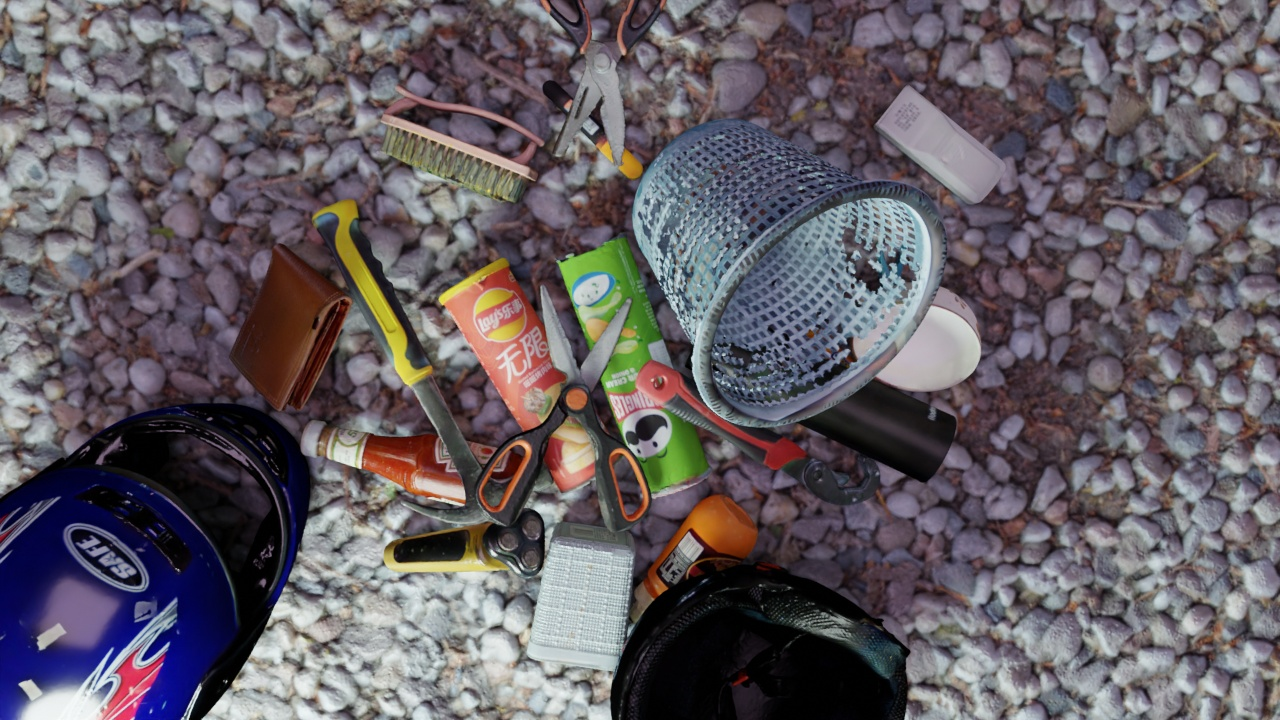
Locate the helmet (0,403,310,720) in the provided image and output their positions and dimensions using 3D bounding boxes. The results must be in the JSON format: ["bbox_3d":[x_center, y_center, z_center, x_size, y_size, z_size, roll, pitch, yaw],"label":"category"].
[{"bbox_3d":[-0.435,0.187,0.770,0.247,0.240,0.315,38,92,-6],"label":"helmet"}]

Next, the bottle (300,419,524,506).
[{"bbox_3d":[-0.210,0.094,0.855,0.206,0.059,0.060,14,94,-2],"label":"bottle"}]

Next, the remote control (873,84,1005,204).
[{"bbox_3d":[0.281,-0.200,0.857,0.125,0.024,0.049,37,93,-3],"label":"remote control"}]

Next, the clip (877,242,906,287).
[{"bbox_3d":[0.237,-0.085,0.871,0.038,0.013,0.055,2,96,-1],"label":"clip"}]

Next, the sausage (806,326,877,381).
[{"bbox_3d":[0.200,0.010,0.875,0.165,0.021,0.021,41,93,-4],"label":"sausage"}]

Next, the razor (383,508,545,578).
[{"bbox_3d":[-0.166,0.173,0.844,0.168,0.067,0.062,-10,68,25],"label":"razor"}]

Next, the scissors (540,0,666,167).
[{"bbox_3d":[-0.035,-0.294,0.839,0.189,0.015,0.226,-32,91,-1],"label":"scissors"}]

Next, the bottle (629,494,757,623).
[{"bbox_3d":[0.043,0.196,0.871,0.067,0.066,0.149,41,100,-4],"label":"bottle"}]

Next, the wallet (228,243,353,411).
[{"bbox_3d":[-0.320,-0.030,0.830,0.101,0.032,0.125,34,103,29],"label":"wallet"}]

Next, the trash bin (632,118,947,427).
[{"bbox_3d":[0.100,-0.092,0.758,0.226,0.195,0.227,-18,136,-19],"label":"trash bin"}]

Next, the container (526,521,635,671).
[{"bbox_3d":[-0.051,0.215,0.856,0.090,0.090,0.111,9,92,-3],"label":"container"}]

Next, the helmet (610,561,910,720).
[{"bbox_3d":[0.089,0.292,0.783,0.274,0.230,0.233,31,79,-16],"label":"helmet"}]

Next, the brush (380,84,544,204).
[{"bbox_3d":[-0.164,-0.196,0.829,0.145,0.063,0.073,22,98,-1],"label":"brush"}]

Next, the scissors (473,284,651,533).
[{"bbox_3d":[-0.057,0.055,0.797,0.220,0.022,0.229,-43,103,-9],"label":"scissors"}]

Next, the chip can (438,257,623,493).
[{"bbox_3d":[-0.100,0.015,0.844,0.073,0.073,0.216,-30,95,1],"label":"chip can"}]

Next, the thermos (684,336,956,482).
[{"bbox_3d":[0.158,0.037,0.833,0.242,0.089,0.069,24,125,3],"label":"thermos"}]

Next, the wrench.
[{"bbox_3d":[0.111,0.071,0.843,0.273,0.016,0.056,26,90,-21],"label":"wrench"}]

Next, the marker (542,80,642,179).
[{"bbox_3d":[-0.044,-0.215,0.854,0.124,0.015,0.018,44,91,-2],"label":"marker"}]

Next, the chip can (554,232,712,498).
[{"bbox_3d":[-0.005,0.005,0.846,0.072,0.072,0.236,-20,95,0],"label":"chip can"}]

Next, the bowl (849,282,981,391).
[{"bbox_3d":[0.254,-0.031,0.842,0.113,0.114,0.062,25,52,-3],"label":"bowl"}]

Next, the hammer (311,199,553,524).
[{"bbox_3d":[-0.210,0.001,0.826,0.126,0.032,0.323,-29,83,-12],"label":"hammer"}]
